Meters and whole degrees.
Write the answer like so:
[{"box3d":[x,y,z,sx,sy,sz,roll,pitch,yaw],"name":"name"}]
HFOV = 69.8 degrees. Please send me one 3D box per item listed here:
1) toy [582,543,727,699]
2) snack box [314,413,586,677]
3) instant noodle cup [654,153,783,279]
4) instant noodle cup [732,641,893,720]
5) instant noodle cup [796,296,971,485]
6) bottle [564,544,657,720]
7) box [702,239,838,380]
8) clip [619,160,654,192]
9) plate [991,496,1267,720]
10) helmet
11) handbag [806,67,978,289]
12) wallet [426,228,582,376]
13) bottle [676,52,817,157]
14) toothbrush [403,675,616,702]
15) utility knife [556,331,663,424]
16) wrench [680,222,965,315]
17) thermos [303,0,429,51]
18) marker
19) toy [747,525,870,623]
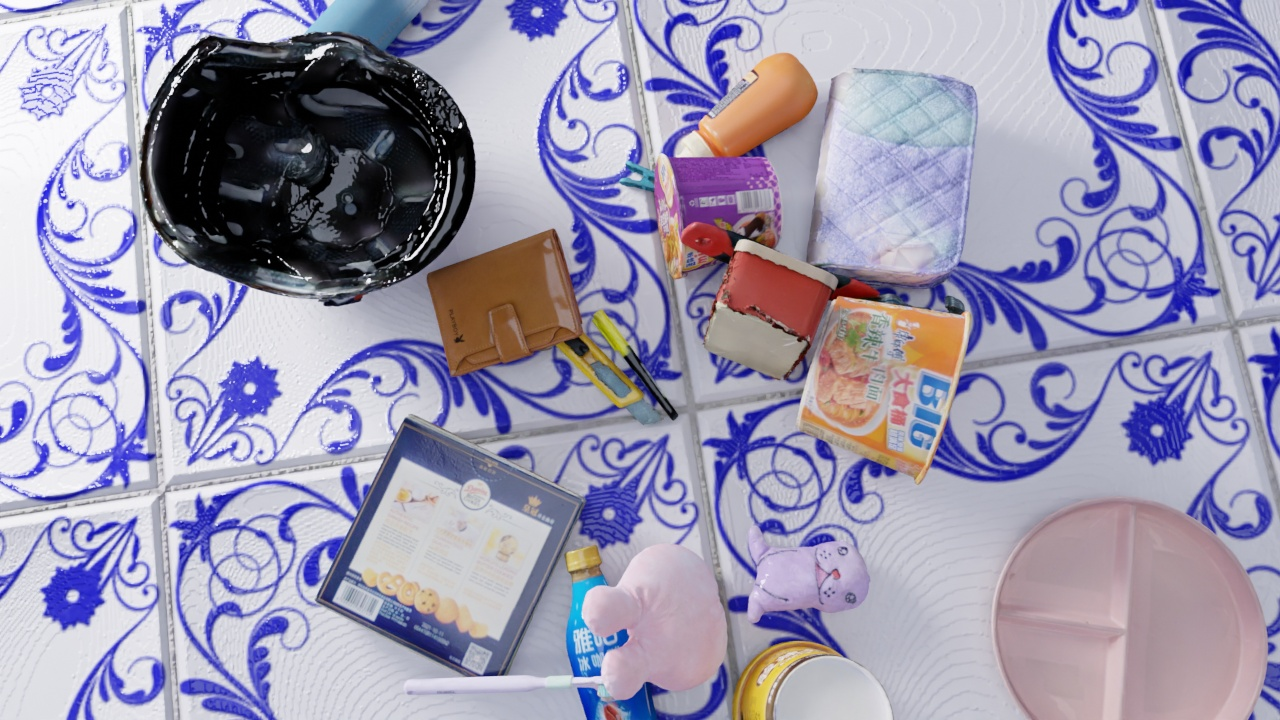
[{"box3d":[0.013,0.215,0.757,0.054,0.159,0.121,-28,73,37],"name":"toy"},{"box3d":[-0.165,0.167,0.813,0.178,0.046,0.182,25,84,6],"name":"snack box"},{"box3d":[0.070,-0.135,0.826,0.099,0.112,0.111,-9,81,-9],"name":"instant noodle cup"},{"box3d":[0.141,0.286,0.738,0.118,0.114,0.118,1,72,-3],"name":"instant noodle cup"},{"box3d":[0.202,0.017,0.777,0.111,0.151,0.151,17,82,13],"name":"instant noodle cup"},{"box3d":[-0.024,0.268,0.783,0.065,0.065,0.218,-14,80,0],"name":"bottle"},{"box3d":[0.099,-0.031,0.771,0.091,0.168,0.075,23,80,5],"name":"box"},{"box3d":[0.009,-0.172,0.876,0.057,0.014,0.047,20,80,5],"name":"clip"},{"box3d":[0.414,0.233,0.788,0.229,0.028,0.229,0,80,2],"name":"plate"},{"box3d":[-0.282,-0.158,0.815,0.274,0.157,0.230,2,87,-7],"name":"helmet"},{"box3d":[0.227,-0.161,0.835,0.134,0.075,0.193,9,80,8],"name":"handbag"},{"box3d":[-0.125,-0.051,0.845,0.132,0.031,0.107,-17,80,12],"name":"wallet"},{"box3d":[0.092,-0.222,0.859,0.149,0.066,0.066,-37,81,4],"name":"bottle"},{"box3d":[-0.110,0.271,0.760,0.189,0.021,0.029,-5,125,15],"name":"toothbrush"},{"box3d":[-0.047,-0.005,0.850,0.181,0.015,0.033,44,89,8],"name":"utility knife"},{"box3d":[0.161,-0.069,0.798,0.273,0.056,0.016,16,59,-16],"name":"wrench"},{"box3d":[-0.263,-0.330,0.887,0.070,0.070,0.220,39,85,7],"name":"thermos"},{"box3d":[-0.005,0.005,0.846,0.015,0.018,0.124,-36,82,-2],"name":"marker"},{"box3d":[0.146,0.186,0.801,0.108,0.039,0.083,-1,72,3],"name":"toy"}]
